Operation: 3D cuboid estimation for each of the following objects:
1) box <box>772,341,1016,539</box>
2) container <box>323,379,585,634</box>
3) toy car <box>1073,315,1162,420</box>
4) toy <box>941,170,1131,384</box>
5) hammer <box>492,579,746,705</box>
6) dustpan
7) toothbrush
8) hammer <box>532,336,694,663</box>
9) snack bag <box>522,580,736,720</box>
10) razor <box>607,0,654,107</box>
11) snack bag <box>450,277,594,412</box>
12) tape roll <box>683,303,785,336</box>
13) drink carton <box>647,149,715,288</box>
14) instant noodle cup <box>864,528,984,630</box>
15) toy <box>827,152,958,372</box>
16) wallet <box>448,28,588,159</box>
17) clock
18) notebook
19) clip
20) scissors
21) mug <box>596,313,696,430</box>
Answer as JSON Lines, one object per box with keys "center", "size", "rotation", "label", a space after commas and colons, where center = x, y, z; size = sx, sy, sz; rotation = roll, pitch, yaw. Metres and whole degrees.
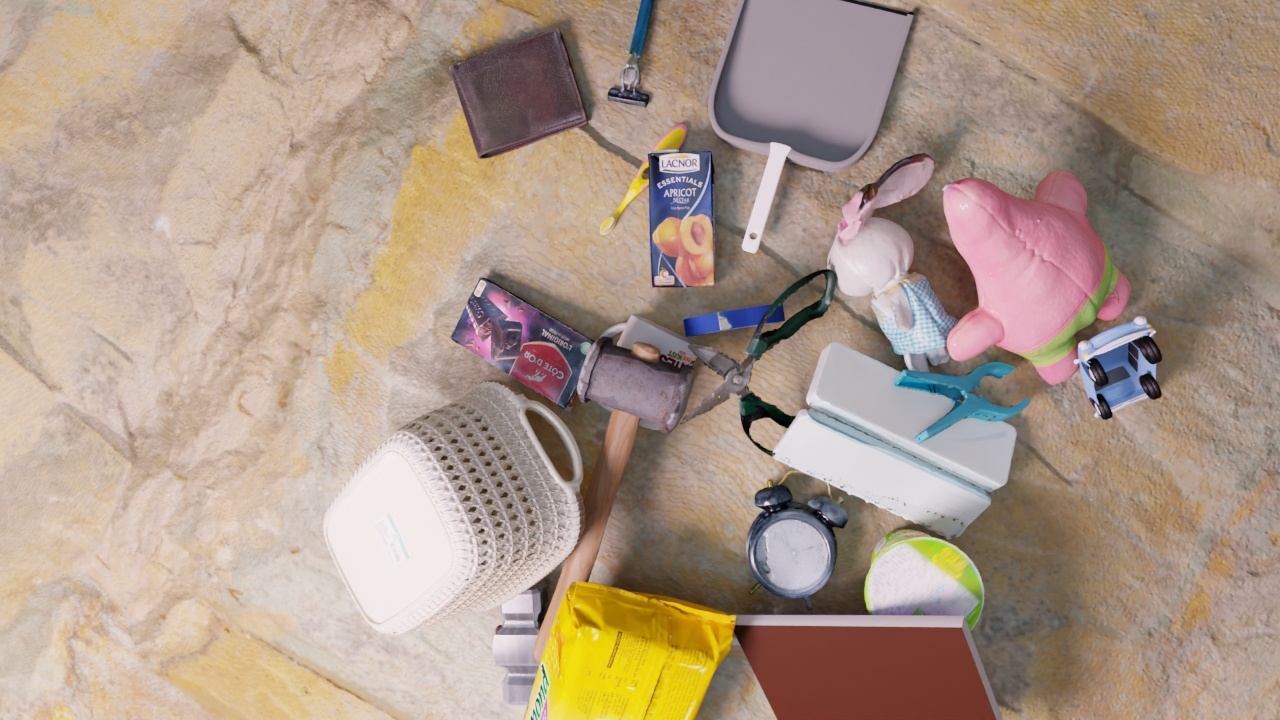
{"center": [0.236, 0.076, 0.850], "size": [0.197, 0.075, 0.126], "rotation": [26, 115, -3], "label": "box"}
{"center": [-0.175, 0.142, 0.836], "size": [0.247, 0.142, 0.184], "rotation": [-42, 74, 38], "label": "container"}
{"center": [0.406, 0.004, 0.784], "size": [0.056, 0.153, 0.054], "rotation": [-27, 57, 16], "label": "toy car"}
{"center": [0.328, -0.081, 0.790], "size": [0.236, 0.097, 0.192], "rotation": [34, 89, -31], "label": "toy"}
{"center": [0.014, 0.278, 0.909], "size": [0.323, 0.051, 0.117], "rotation": [-2, 94, 8], "label": "hammer"}
{"center": [0.142, -0.227, 0.874], "size": [0.163, 0.033, 0.257], "rotation": [17, 95, 9], "label": "dustpan"}
{"center": [0.002, -0.179, 0.909], "size": [0.021, 0.016, 0.135], "rotation": [39, 98, 0], "label": "toothbrush"}
{"center": [-0.041, 0.139, 0.848], "size": [0.098, 0.052, 0.329], "rotation": [20, 104, 10], "label": "hammer"}
{"center": [-0.019, 0.315, 0.854], "size": [0.159, 0.068, 0.248], "rotation": [14, 114, -7], "label": "snack bag"}
{"center": [0.001, -0.324, 0.902], "size": [0.042, 0.022, 0.144], "rotation": [13, 94, 8], "label": "razor"}
{"center": [-0.117, -0.019, 0.922], "size": [0.155, 0.018, 0.075], "rotation": [29, 98, 18], "label": "snack bag"}
{"center": [0.088, -0.038, 0.861], "size": [0.091, 0.093, 0.016], "rotation": [-9, 90, -26], "label": "tape roll"}
{"center": [0.040, -0.136, 0.885], "size": [0.064, 0.040, 0.130], "rotation": [-1, 95, 2], "label": "drink carton"}
{"center": [0.249, 0.197, 0.831], "size": [0.099, 0.108, 0.099], "rotation": [0, 92, 10], "label": "instant noodle cup"}
{"center": [0.231, -0.075, 0.849], "size": [0.106, 0.130, 0.205], "rotation": [-3, 116, 51], "label": "toy"}
{"center": [-0.122, -0.268, 0.924], "size": [0.120, 0.031, 0.099], "rotation": [-18, 91, 8], "label": "wallet"}
{"center": [0.148, 0.168, 0.879], "size": [0.090, 0.052, 0.129], "rotation": [12, 90, 9], "label": "clock"}
{"center": [0.205, 0.295, 0.816], "size": [0.210, 0.022, 0.172], "rotation": [-11, 115, 34], "label": "notebook"}
{"center": [0.298, 0.047, 0.825], "size": [0.126, 0.028, 0.113], "rotation": [-18, 76, -21], "label": "clip"}
{"center": [0.122, 0.000, 0.833], "size": [0.015, 0.201, 0.204], "rotation": [34, 90, 48], "label": "scissors"}
{"center": [-0.005, 0.005, 0.894], "size": [0.105, 0.073, 0.089], "rotation": [30, 97, 34], "label": "mug"}
